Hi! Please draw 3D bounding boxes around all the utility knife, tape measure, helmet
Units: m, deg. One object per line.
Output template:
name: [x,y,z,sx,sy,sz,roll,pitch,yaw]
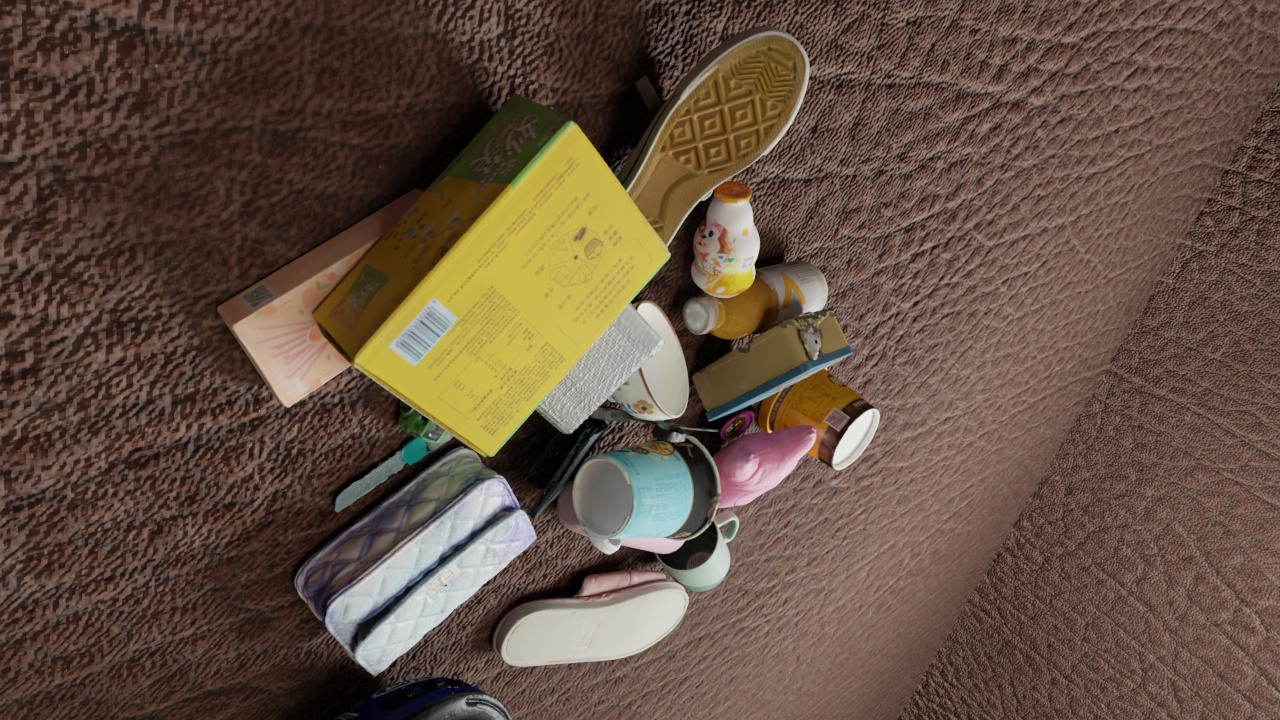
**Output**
utility knife: [-0.166,0.060,0.779,0.216,0.013,0.029,-36,138,-23]
tape measure: [0.103,0.064,1.084,0.057,0.039,0.057,4,127,-45]
helmet: [-0.200,0.417,0.853,0.246,0.240,0.316,-3,134,-49]

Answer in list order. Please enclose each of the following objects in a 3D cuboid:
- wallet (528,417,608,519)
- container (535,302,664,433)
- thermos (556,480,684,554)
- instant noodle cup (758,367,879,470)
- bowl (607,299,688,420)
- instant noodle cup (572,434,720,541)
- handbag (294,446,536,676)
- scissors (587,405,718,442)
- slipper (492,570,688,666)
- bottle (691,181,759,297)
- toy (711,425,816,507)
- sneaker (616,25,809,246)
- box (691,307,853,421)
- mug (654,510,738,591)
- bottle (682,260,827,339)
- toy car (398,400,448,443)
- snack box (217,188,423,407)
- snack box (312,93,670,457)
wallet: [-0.069,0.101,0.882,0.097,0.019,0.121,-56,178,3]
container: [-0.060,-0.012,0.765,0.114,0.090,0.090,-47,133,-4]
thermos: [-0.013,0.179,1.008,0.067,0.087,0.198,-38,150,13]
instant noodle cup: [0.232,0.071,1.178,0.118,0.114,0.119,-30,140,-30]
bowl: [-0.005,0.005,0.862,0.062,0.113,0.113,-16,156,24]
instant noodle cup: [0.001,0.128,0.896,0.120,0.111,0.111,3,118,-51]
handbag: [-0.190,0.177,0.802,0.193,0.075,0.134,-39,144,-19]
scissors: [0.017,0.062,0.925,0.181,0.159,0.014,11,94,-28]
slipper: [-0.057,0.305,1.097,0.273,0.054,0.114,2,116,-38]
bottle: [0.082,-0.115,0.871,0.063,0.063,0.109,-29,140,-32]
toy: [0.140,0.127,1.116,0.178,0.074,0.195,-12,162,-41]
sneaker: [0.035,-0.173,0.740,0.118,0.087,0.242,27,122,-25]
box: [0.133,0.008,0.984,0.089,0.060,0.185,-17,167,-39]
mug: [0.078,0.235,1.165,0.111,0.082,0.106,-36,147,-6]
bottle: [0.120,-0.062,0.962,0.189,0.068,0.068,-15,132,-42]
toy car: [-0.157,0.024,0.739,0.043,0.036,0.091,25,96,-55]
snack box: [-0.199,-0.044,0.633,0.157,0.026,0.085,-37,144,-21]
snack box: [-0.096,-0.054,0.645,0.210,0.070,0.157,-49,141,-5]
